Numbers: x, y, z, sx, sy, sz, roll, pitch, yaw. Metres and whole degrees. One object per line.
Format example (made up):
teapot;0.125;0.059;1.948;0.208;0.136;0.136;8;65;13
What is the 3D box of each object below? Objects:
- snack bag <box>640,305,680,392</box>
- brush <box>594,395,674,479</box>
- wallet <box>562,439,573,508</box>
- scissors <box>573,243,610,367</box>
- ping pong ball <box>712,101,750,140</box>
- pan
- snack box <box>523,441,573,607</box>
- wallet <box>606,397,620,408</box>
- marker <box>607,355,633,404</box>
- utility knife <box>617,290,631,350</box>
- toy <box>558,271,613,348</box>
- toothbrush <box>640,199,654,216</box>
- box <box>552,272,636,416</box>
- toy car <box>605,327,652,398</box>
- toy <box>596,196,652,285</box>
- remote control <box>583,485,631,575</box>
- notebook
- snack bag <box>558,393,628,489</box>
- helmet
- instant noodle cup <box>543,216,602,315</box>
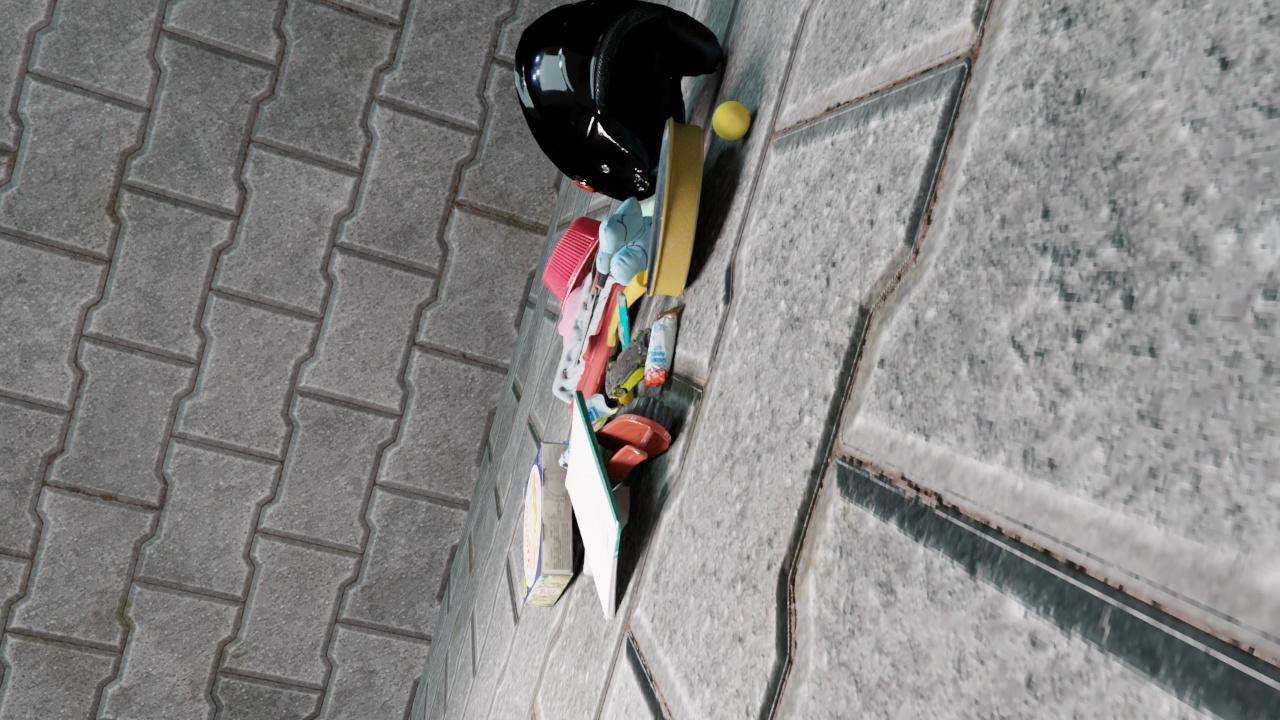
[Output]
snack bag;0.023;-0.013;1.033;0.048;0.026;0.104;-21;54;57
brush;-0.009;0.085;0.963;0.069;0.063;0.146;-63;9;-21
wallet;-0.107;0.171;1.356;0.133;0.040;0.106;134;141;-65
scissors;-0.064;-0.092;1.273;0.191;0.015;0.207;-104;35;-63
ping pong ball;0.096;-0.254;0.971;0.040;0.040;0.040;-165;91;-78
pan;0.011;-0.124;1.094;0.358;0.078;0.197;100;176;-54
snack box;-0.128;0.229;1.257;0.183;0.045;0.177;117;153;-58
wallet;-0.052;0.111;1.186;0.097;0.020;0.122;-25;47;63
marker;-0.025;0.030;1.172;0.123;0.018;0.015;-110;17;-55
utility knife;-0.019;-0.024;1.122;0.180;0.013;0.029;85;165;-51
toy;-0.077;-0.074;1.453;0.179;0.074;0.194;-57;22;20
toothbrush;0.032;-0.209;1.235;0.224;0.027;0.026;-154;66;-78
box;-0.063;-0.022;1.324;0.201;0.073;0.155;-71;22;7
toy car;-0.007;0.006;1.100;0.105;0.032;0.048;-47;36;34
toy;-0.013;-0.151;1.211;0.161;0.050;0.156;-53;-23;-37
remote control;-0.040;0.196;1.058;0.048;0.024;0.125;-87;17;-47
notebook;-0.053;0.153;1.002;0.209;0.012;0.151;-113;24;-50
snack bag;-0.053;0.098;1.129;0.191;0.038;0.110;10;85;68
helmet;-0.035;-0.337;1.191;0.233;0.230;0.275;-59;-22;-17
instant noodle cup;-0.107;-0.173;1.567;0.193;0.066;0.194;-60;-4;-7
